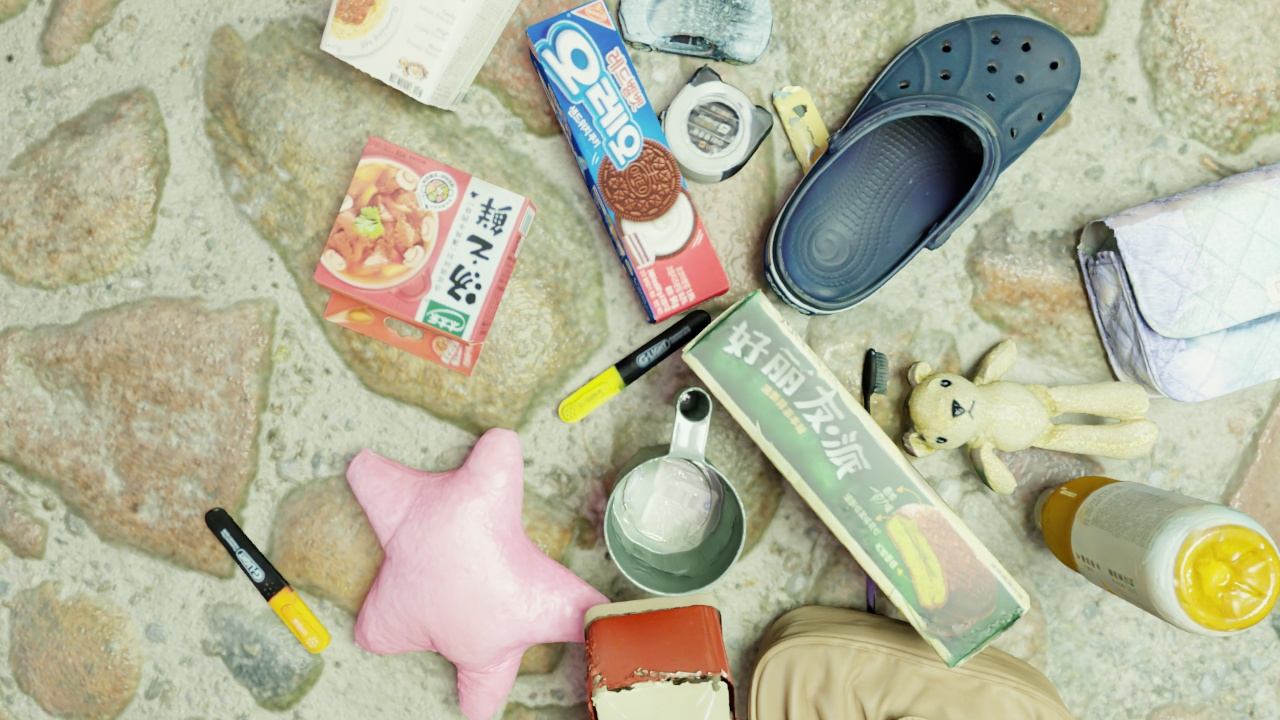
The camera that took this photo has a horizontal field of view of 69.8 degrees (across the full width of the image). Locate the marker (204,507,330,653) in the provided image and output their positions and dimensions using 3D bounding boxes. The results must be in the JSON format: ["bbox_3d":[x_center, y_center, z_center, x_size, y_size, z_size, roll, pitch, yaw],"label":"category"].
[{"bbox_3d":[-0.257,0.151,0.630,0.018,0.015,0.124,-40,89,-4],"label":"marker"}]

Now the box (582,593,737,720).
[{"bbox_3d":[0.014,0.232,0.563,0.091,0.079,0.168,-7,124,-1],"label":"box"}]

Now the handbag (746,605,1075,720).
[{"bbox_3d":[0.166,0.245,0.583,0.204,0.099,0.148,11,98,11],"label":"handbag"}]

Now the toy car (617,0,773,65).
[{"bbox_3d":[0.036,-0.229,0.615,0.105,0.031,0.049,9,90,0],"label":"toy car"}]

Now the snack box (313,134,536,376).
[{"bbox_3d":[-0.145,-0.067,0.610,0.113,0.044,0.127,21,91,-1],"label":"snack box"}]

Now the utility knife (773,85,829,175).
[{"bbox_3d":[0.128,-0.117,0.628,0.031,0.018,0.151,-24,87,-6],"label":"utility knife"}]

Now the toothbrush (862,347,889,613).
[{"bbox_3d":[0.162,0.086,0.632,0.016,0.014,0.189,0,92,-13],"label":"toothbrush"}]

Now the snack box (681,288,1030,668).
[{"bbox_3d":[0.126,0.065,0.569,0.063,0.114,0.240,-41,86,7],"label":"snack box"}]

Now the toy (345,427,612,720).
[{"bbox_3d":[-0.127,0.138,0.603,0.179,0.074,0.194,-33,88,11],"label":"toy"}]

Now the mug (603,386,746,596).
[{"bbox_3d":[0.023,0.077,0.585,0.083,0.103,0.124,10,90,0],"label":"mug"}]

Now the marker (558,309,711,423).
[{"bbox_3d":[-0.004,0.004,0.628,0.124,0.015,0.018,-35,95,-1],"label":"marker"}]

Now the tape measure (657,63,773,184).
[{"bbox_3d":[0.046,-0.153,0.615,0.066,0.033,0.066,39,88,1],"label":"tape measure"}]

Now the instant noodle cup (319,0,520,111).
[{"bbox_3d":[-0.133,-0.233,0.579,0.116,0.116,0.124,27,102,-1],"label":"instant noodle cup"}]

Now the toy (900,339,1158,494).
[{"bbox_3d":[0.253,0.037,0.604,0.157,0.066,0.105,3,86,6],"label":"toy"}]

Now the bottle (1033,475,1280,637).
[{"bbox_3d":[0.290,0.106,0.543,0.068,0.189,0.068,0,91,1],"label":"bottle"}]

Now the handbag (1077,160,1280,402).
[{"bbox_3d":[0.402,-0.057,0.598,0.194,0.075,0.134,-18,91,-1],"label":"handbag"}]

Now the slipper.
[{"bbox_3d":[0.177,-0.134,0.581,0.252,0.095,0.105,-44,94,-4],"label":"slipper"}]

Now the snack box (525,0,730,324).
[{"bbox_3d":[-0.010,-0.128,0.604,0.058,0.057,0.207,-24,91,-3],"label":"snack box"}]
